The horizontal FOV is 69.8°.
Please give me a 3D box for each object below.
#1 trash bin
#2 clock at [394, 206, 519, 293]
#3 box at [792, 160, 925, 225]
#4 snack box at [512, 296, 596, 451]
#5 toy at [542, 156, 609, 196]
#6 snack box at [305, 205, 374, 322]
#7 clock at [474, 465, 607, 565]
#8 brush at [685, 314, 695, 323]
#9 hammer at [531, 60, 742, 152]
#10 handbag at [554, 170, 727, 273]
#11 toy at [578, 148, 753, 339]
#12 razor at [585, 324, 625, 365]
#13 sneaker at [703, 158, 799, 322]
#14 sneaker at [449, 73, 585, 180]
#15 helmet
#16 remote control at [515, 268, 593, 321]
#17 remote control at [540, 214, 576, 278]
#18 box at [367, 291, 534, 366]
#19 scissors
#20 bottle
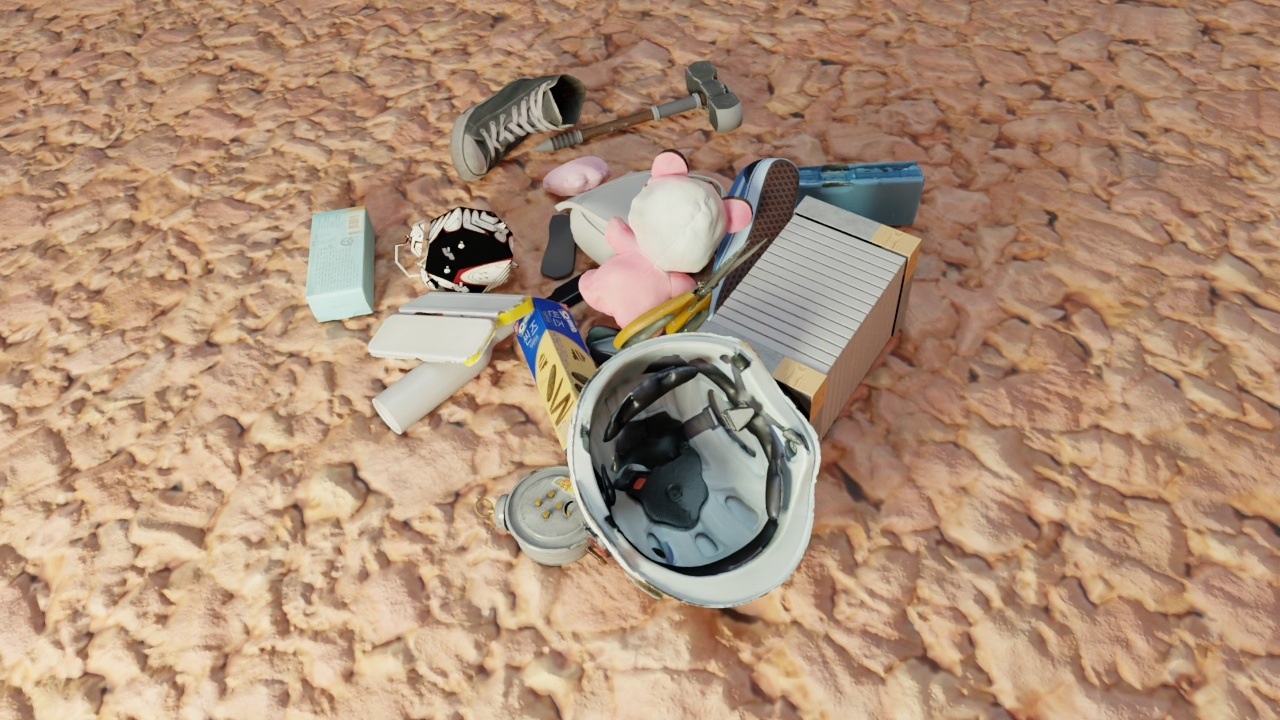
[{"bbox_3d":[0.188,-0.036,1.039,0.142,0.143,0.246,27,61,24],"label":"trash bin"},{"bbox_3d":[-0.240,-0.132,1.183,0.155,0.115,0.065,-8,50,1],"label":"clock"},{"bbox_3d":[0.255,-0.221,1.231,0.231,0.093,0.048,-2,53,4],"label":"box"},{"bbox_3d":[-0.089,0.014,1.073,0.057,0.056,0.206,10,39,-38],"label":"snack box"},{"bbox_3d":[-0.084,-0.263,1.315,0.102,0.050,0.093,-22,25,-15],"label":"toy"},{"bbox_3d":[-0.402,-0.133,1.237,0.075,0.053,0.174,-10,49,-4],"label":"snack box"},{"bbox_3d":[-0.102,0.162,0.965,0.148,0.056,0.103,6,51,6],"label":"clock"},{"bbox_3d":[0.157,-0.067,1.165,0.217,0.012,0.033,-7,51,1],"label":"brush"},{"bbox_3d":[-0.013,-0.370,1.415,0.322,0.043,0.156,-19,51,-8],"label":"hammer"},{"bbox_3d":[0.022,-0.206,1.240,0.222,0.096,0.216,-36,61,-29],"label":"handbag"},{"bbox_3d":[0.025,-0.132,1.094,0.142,0.213,0.084,36,16,-7],"label":"toy"},{"bbox_3d":[-0.007,0.006,1.097,0.143,0.047,0.052,38,60,26],"label":"razor"},{"bbox_3d":[0.126,-0.137,1.158,0.098,0.083,0.241,11,82,61],"label":"sneaker"},{"bbox_3d":[-0.182,-0.348,1.357,0.120,0.095,0.234,5,39,37],"label":"sneaker"},{"bbox_3d":[0.043,0.115,0.917,0.236,0.164,0.264,-27,82,-15],"label":"helmet"},{"bbox_3d":[-0.109,-0.077,1.191,0.136,0.015,0.032,-33,55,-21],"label":"remote control"},{"bbox_3d":[-0.108,-0.157,1.261,0.046,0.009,0.124,1,50,6],"label":"remote control"},{"bbox_3d":[-0.234,-0.044,1.113,0.210,0.039,0.129,6,43,39],"label":"box"},{"bbox_3d":[0.053,-0.070,1.029,0.161,0.226,0.016,-16,72,-29],"label":"scissors"},{"bbox_3d":[-0.227,0.009,1.105,0.052,0.053,0.194,35,61,28],"label":"bottle"}]
